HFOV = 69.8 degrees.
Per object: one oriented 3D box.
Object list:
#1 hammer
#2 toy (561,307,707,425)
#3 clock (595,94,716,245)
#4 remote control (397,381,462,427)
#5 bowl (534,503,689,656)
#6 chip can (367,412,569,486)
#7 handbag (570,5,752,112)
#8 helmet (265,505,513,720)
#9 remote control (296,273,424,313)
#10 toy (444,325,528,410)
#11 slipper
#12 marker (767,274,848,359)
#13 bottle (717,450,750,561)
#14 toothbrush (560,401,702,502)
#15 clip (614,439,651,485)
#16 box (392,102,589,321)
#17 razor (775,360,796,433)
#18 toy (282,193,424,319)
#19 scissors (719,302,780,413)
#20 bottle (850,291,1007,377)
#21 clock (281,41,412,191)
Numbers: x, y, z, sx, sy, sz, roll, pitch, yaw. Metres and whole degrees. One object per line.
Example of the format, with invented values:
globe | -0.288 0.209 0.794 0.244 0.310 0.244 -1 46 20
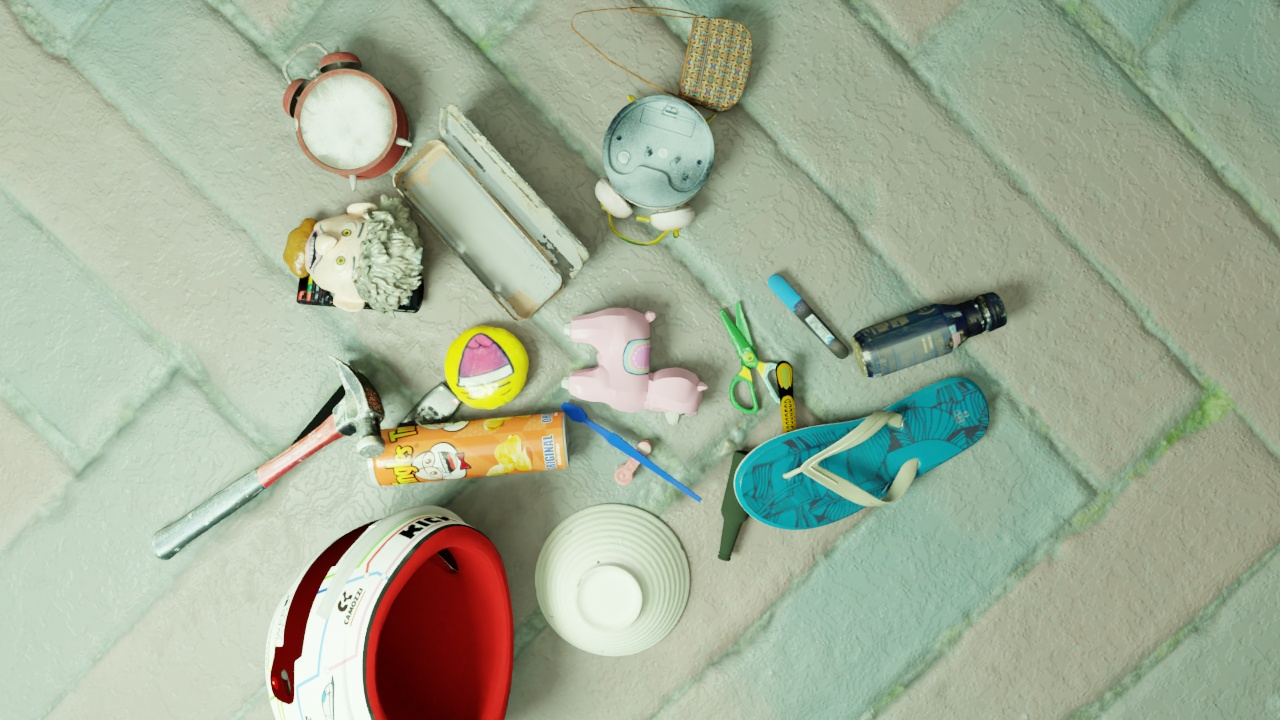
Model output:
hammer | -0.418 0.121 1.015 0.327 0.036 0.140 -33 53 13
toy | -0.006 0.006 0.996 0.157 0.067 0.123 4 93 -2
clock | 0.015 -0.201 0.983 0.117 0.058 0.158 15 95 2
remote control | -0.254 0.079 1.037 0.039 0.010 0.125 43 95 -2
bowl | -0.034 0.253 1.013 0.177 0.071 0.177 0 94 2
chip can | -0.185 0.097 1.003 0.210 0.062 0.062 -5 94 -2
handbag | 0.020 -0.325 0.962 0.195 0.043 0.093 10 96 -16
helmet | -0.264 0.295 0.944 0.236 0.230 0.314 4 102 37
remote control | -0.312 -0.079 1.022 0.140 0.021 0.045 5 83 5
toy | -0.170 0.008 1.014 0.095 0.041 0.094 -12 90 6
slipper | 0.247 0.107 0.985 0.295 0.060 0.118 -23 105 -2
marker | 0.185 -0.048 1.011 0.018 0.015 0.123 -43 94 8
bottle | 0.106 0.162 1.020 0.033 0.033 0.123 13 95 1
toothbrush | -0.010 0.100 1.009 0.187 0.011 0.016 34 93 12
clip | -0.008 0.113 1.018 0.022 0.039 0.059 35 91 6
box | -0.161 -0.153 0.975 0.121 0.094 0.217 -42 91 8
razor | 0.164 0.070 1.011 0.044 0.021 0.144 -7 105 2
toy | -0.311 -0.117 0.983 0.176 0.076 0.132 4 74 16
scissors | 0.129 -0.008 1.016 0.078 0.013 0.132 -11 94 1
bottle | 0.310 -0.030 0.986 0.161 0.056 0.056 -20 93 3
clock | -0.319 -0.267 0.987 0.110 0.062 0.157 -37 92 5
